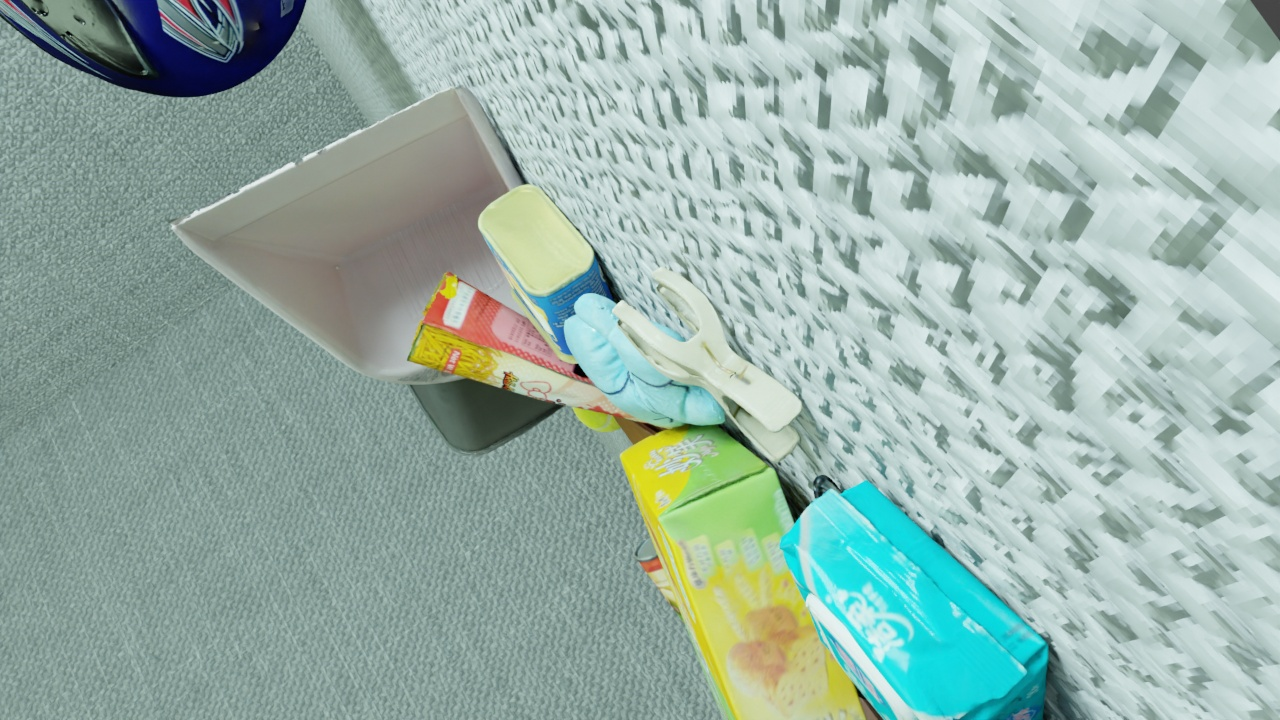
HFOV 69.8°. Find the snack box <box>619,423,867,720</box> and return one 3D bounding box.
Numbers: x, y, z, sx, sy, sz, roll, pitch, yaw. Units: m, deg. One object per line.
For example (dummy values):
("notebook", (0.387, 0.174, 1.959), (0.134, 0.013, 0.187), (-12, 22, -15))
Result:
("snack box", (0.063, 0.152, 0.561), (0.157, 0.070, 0.210), (-143, 32, -78))

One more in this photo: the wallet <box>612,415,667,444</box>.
("wallet", (0.026, 0.085, 0.828), (0.108, 0.031, 0.132), (34, 164, 45))

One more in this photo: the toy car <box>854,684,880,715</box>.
("toy car", (0.124, 0.153, 0.511), (0.043, 0.034, 0.090), (72, 174, -73))

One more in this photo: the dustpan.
("dustpan", (-0.168, -0.067, 0.711), (0.273, 0.223, 0.139), (14, -128, -81))

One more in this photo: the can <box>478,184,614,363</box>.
("can", (-0.062, -0.060, 0.637), (0.102, 0.057, 0.083), (50, 170, 32))

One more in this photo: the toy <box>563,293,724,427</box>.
("toy", (-0.003, 0.003, 0.557), (0.156, 0.049, 0.161), (30, 167, 46))

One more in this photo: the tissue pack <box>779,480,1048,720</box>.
("tissue pack", (0.107, 0.113, 0.360), (0.093, 0.050, 0.133), (47, 171, 40))

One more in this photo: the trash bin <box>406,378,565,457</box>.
("trash bin", (-0.177, -0.050, 0.967), (0.198, 0.198, 0.220), (51, 166, 27))

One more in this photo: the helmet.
("helmet", (-0.433, -0.382, 0.783), (0.241, 0.246, 0.315), (-4, 144, 30))

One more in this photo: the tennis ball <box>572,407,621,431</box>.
("tennis ball", (-0.033, 0.035, 0.874), (0.065, 0.065, 0.065), (53, 173, 9))

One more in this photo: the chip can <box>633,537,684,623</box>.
("chip can", (0.083, 0.228, 0.774), (0.216, 0.073, 0.073), (55, 173, -8))

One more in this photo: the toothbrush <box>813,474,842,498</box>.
("toothbrush", (0.124, 0.122, 0.447), (0.017, 0.014, 0.189), (22, 149, 55))

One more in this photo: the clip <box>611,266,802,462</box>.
("clip", (0.031, 0.002, 0.408), (0.100, 0.034, 0.070), (47, 170, 20))

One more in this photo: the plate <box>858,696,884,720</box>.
("plate", (0.153, 0.226, 0.700), (0.229, 0.028, 0.230), (52, 173, 9))

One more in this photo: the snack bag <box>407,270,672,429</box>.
("snack bag", (-0.070, 0.003, 0.711), (0.207, 0.073, 0.128), (23, -178, -16))
